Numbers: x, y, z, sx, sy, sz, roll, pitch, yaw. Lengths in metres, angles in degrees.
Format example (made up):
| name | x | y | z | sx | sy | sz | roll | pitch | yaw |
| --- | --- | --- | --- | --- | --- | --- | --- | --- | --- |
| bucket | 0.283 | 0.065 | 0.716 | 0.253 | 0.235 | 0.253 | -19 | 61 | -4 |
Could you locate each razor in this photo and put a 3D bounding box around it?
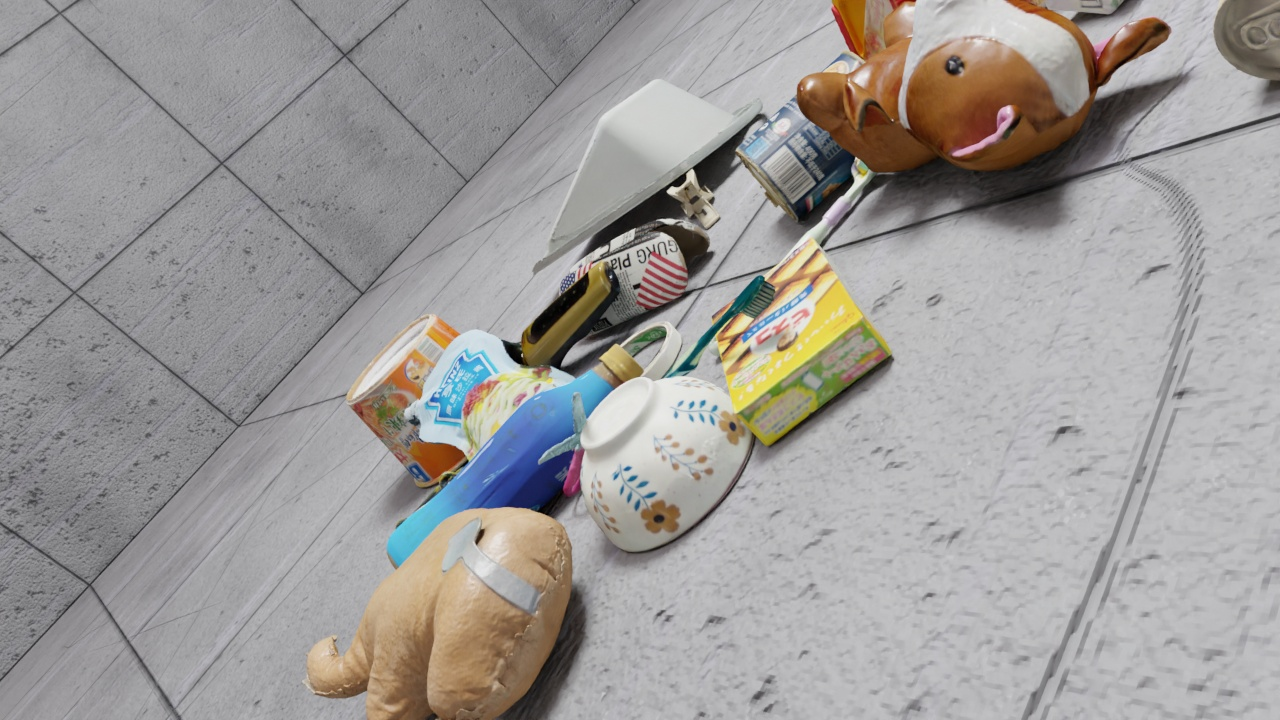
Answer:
| name | x | y | z | sx | sy | sz | roll | pitch | yaw |
| --- | --- | --- | --- | --- | --- | --- | --- | --- | --- |
| razor | -0.077 | -0.030 | 0.820 | 0.168 | 0.067 | 0.062 | -42 | 39 | 35 |

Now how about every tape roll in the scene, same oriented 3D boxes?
| name | x | y | z | sx | sy | sz | roll | pitch | yaw |
| --- | --- | --- | --- | --- | --- | --- | --- | --- | --- |
| tape roll | -0.004 | 0.004 | 0.717 | 0.086 | 0.014 | 0.085 | -37 | 21 | 17 |

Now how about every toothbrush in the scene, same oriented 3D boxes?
| name | x | y | z | sx | sy | sz | roll | pitch | yaw |
| --- | --- | --- | --- | --- | --- | --- | --- | --- | --- |
| toothbrush | 0.030 | 0.006 | 0.582 | 0.192 | 0.018 | 0.016 | -50 | 19 | 47 |
| toothbrush | 0.109 | -0.076 | 0.649 | 0.189 | 0.020 | 0.029 | -50 | 22 | -10 |

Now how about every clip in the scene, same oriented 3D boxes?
| name | x | y | z | sx | sy | sz | roll | pitch | yaw |
| --- | --- | --- | --- | --- | --- | --- | --- | --- | --- |
| clip | 0.053 | -0.159 | 0.896 | 0.035 | 0.072 | 0.100 | -40 | 14 | 8 |

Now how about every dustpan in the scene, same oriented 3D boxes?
| name | x | y | z | sx | sy | sz | roll | pitch | yaw |
| --- | --- | --- | --- | --- | --- | --- | --- | --- | --- |
| dustpan | 0.020 | -0.206 | 1.039 | 0.222 | 0.142 | 0.258 | -52 | -10 | -52 |

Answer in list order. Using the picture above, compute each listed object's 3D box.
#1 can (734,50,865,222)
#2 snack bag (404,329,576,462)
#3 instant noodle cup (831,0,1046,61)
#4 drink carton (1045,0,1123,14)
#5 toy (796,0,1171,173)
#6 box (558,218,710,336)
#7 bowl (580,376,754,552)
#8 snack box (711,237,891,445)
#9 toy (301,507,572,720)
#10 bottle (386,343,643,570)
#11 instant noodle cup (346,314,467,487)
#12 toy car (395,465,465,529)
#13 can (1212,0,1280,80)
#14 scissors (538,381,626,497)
| name | x | y | z | sx | sy | sz | roll | pitch | yaw |
| --- | --- | --- | --- | --- | --- | --- | --- | --- | --- |
| can | 0.136 | -0.169 | 0.700 | 0.111 | 0.075 | 0.075 | -41 | 20 | 9 |
| snack bag | -0.130 | 0.036 | 0.772 | 0.191 | 0.039 | 0.110 | 23 | 83 | 47 |
| instant noodle cup | 0.228 | -0.269 | 0.688 | 0.124 | 0.116 | 0.116 | -33 | 19 | -5 |
| drink carton | 0.325 | -0.287 | 0.610 | 0.122 | 0.045 | 0.053 | -47 | 39 | -7 |
| toy | 0.191 | -0.171 | 0.552 | 0.140 | 0.130 | 0.199 | -39 | 29 | -4 |
| box | -0.013 | -0.069 | 0.826 | 0.163 | 0.076 | 0.087 | -17 | 55 | 46 |
| bowl | 0.005 | 0.050 | 0.542 | 0.114 | 0.062 | 0.113 | -37 | 23 | 18 |
| snack box | 0.090 | -0.016 | 0.551 | 0.087 | 0.034 | 0.140 | -39 | 22 | 16 |
| toy | -0.124 | 0.155 | 0.554 | 0.227 | 0.082 | 0.143 | -26 | 25 | 44 |
| bottle | -0.083 | 0.075 | 0.654 | 0.218 | 0.065 | 0.065 | -45 | 20 | -3 |
| instant noodle cup | -0.208 | 0.033 | 0.908 | 0.152 | 0.111 | 0.151 | -38 | 21 | 17 |
| toy car | -0.165 | 0.127 | 0.749 | 0.091 | 0.036 | 0.043 | -44 | 21 | -6 |
| can | 0.313 | -0.187 | 0.421 | 0.116 | 0.058 | 0.059 | -53 | 22 | -22 |
| scissors | -0.039 | 0.055 | 0.586 | 0.113 | 0.017 | 0.134 | -66 | -13 | 17 |
